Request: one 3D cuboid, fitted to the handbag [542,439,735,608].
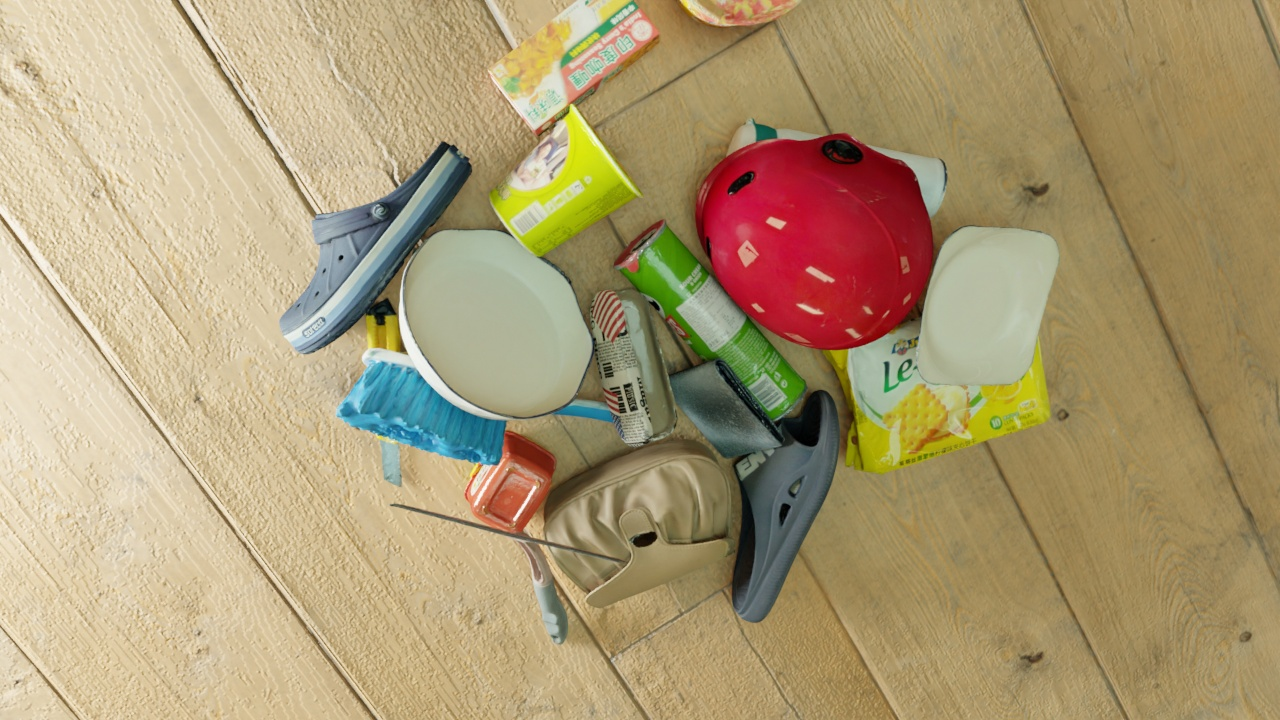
[{"bbox_3d":[0.002,0.175,0.975,0.204,0.099,0.148,-23,106,1],"label":"handbag"}]

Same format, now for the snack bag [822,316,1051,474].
[{"bbox_3d":[0.329,0.020,1.011,0.246,0.068,0.158,-17,104,-6],"label":"snack bag"}]

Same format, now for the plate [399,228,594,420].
[{"bbox_3d":[-0.141,-0.031,0.884,0.205,0.204,0.046,41,133,-14],"label":"plate"}]

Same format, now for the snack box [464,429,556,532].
[{"bbox_3d":[-0.133,0.131,0.955,0.082,0.080,0.091,31,94,-14],"label":"snack box"}]

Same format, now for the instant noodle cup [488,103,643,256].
[{"bbox_3d":[-0.079,-0.168,0.898,0.123,0.111,0.111,-37,104,8],"label":"instant noodle cup"}]

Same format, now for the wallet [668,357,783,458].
[{"bbox_3d":[0.085,0.053,0.973,0.121,0.097,0.019,50,55,-14],"label":"wallet"}]

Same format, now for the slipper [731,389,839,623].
[{"bbox_3d":[0.137,0.154,0.989,0.083,0.110,0.268,18,101,-9],"label":"slipper"}]

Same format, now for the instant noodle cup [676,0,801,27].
[{"bbox_3d":[0.088,-0.383,0.875,0.138,0.110,0.138,-2,101,-9],"label":"instant noodle cup"}]

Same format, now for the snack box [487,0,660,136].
[{"bbox_3d":[-0.065,-0.299,0.901,0.156,0.027,0.077,-38,87,0],"label":"snack box"}]

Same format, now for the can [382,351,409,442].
[{"bbox_3d":[-0.215,0.032,0.928,0.102,0.057,0.083,-11,100,-22],"label":"can"}]

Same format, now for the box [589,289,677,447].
[{"bbox_3d":[-0.006,0.006,0.937,0.075,0.086,0.162,-12,90,-8],"label":"box"}]

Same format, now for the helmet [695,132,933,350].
[{"bbox_3d":[0.174,-0.101,0.892,0.240,0.143,0.207,15,127,-13],"label":"helmet"}]

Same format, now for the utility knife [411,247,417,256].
[{"bbox_3d":[-0.157,-0.062,0.949,0.182,0.013,0.029,28,96,-13],"label":"utility knife"}]

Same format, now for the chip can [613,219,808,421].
[{"bbox_3d":[0.075,-0.037,0.959,0.072,0.072,0.236,-43,104,1],"label":"chip can"}]

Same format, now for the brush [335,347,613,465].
[{"bbox_3d":[-0.132,0.055,0.905,0.314,0.061,0.109,23,60,-27],"label":"brush"}]

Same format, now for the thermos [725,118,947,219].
[{"bbox_3d":[0.199,-0.194,0.950,0.224,0.073,0.073,9,99,-10],"label":"thermos"}]

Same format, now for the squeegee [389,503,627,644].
[{"bbox_3d":[-0.106,0.227,0.951,0.248,0.040,0.250,10,141,19],"label":"squeegee"}]

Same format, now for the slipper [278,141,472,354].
[{"bbox_3d":[-0.265,-0.115,0.874,0.095,0.105,0.253,41,93,-13],"label":"slipper"}]

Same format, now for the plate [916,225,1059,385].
[{"bbox_3d":[0.343,-0.056,0.930,0.163,0.034,0.164,1,107,-25],"label":"plate"}]

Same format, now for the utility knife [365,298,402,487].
[{"bbox_3d":[-0.261,0.037,0.950,0.033,0.015,0.202,-3,101,-6],"label":"utility knife"}]
